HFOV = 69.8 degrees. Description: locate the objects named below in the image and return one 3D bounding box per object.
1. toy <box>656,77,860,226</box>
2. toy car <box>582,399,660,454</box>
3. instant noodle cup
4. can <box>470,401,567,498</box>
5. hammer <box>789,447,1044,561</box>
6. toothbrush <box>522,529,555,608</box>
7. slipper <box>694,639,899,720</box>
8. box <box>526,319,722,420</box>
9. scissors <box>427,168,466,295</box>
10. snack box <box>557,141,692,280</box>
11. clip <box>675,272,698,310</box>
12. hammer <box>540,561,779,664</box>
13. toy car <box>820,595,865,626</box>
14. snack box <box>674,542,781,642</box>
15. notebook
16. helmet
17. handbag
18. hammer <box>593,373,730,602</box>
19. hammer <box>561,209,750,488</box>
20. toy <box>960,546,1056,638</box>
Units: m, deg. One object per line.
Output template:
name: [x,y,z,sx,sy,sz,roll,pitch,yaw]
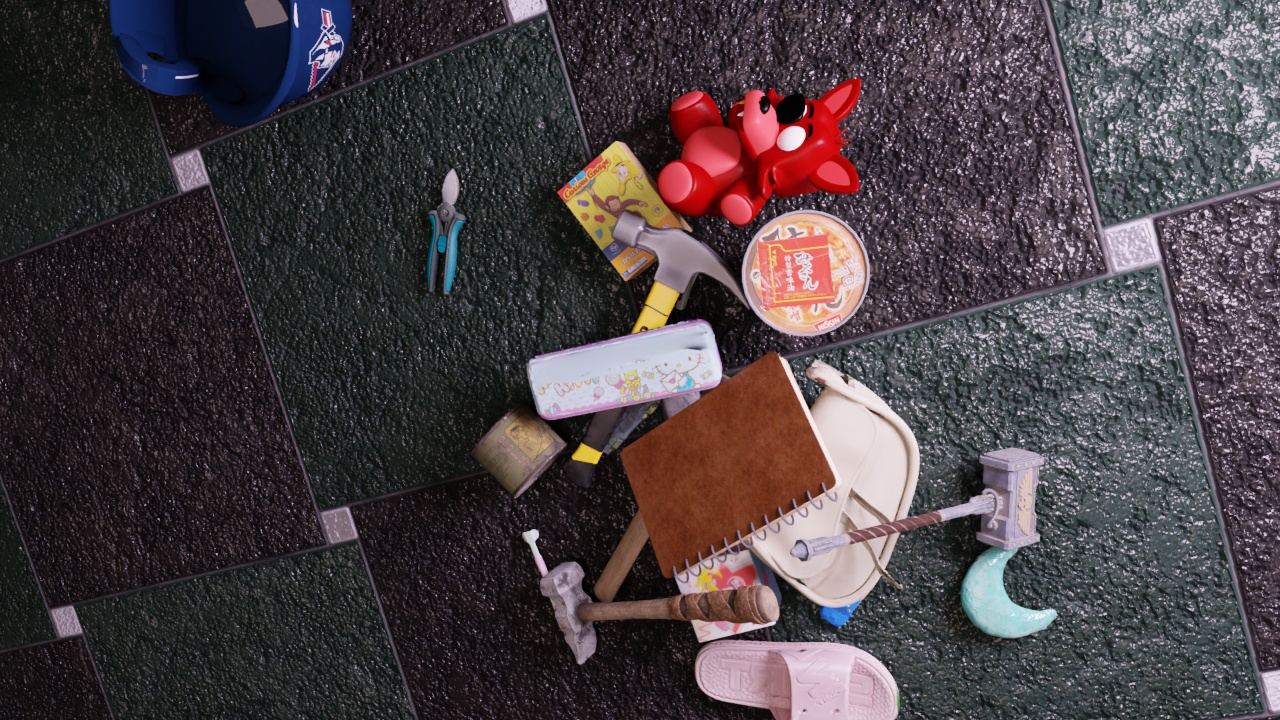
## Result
toy: [0.124,-0.218,0.941,0.198,0.120,0.158,-7,54,25]
toy car: [-0.020,0.062,1.078,0.048,0.033,0.106,44,108,1]
instant noodle cup: [0.175,-0.094,0.957,0.124,0.121,0.124,2,100,14]
can: [-0.144,0.105,1.087,0.074,0.089,0.090,44,106,4]
hammer: [0.276,0.159,0.906,0.321,0.044,0.098,-6,100,-30]
toothbrush: [-0.112,0.284,1.148,0.022,0.015,0.155,-20,94,19]
slipper: [0.178,0.378,1.066,0.239,0.064,0.094,3,100,15]
box: [-0.018,0.012,1.003,0.214,0.033,0.076,-12,103,14]
scissors: [-0.241,-0.154,1.106,0.138,0.019,0.136,-28,92,18]
snack box: [-0.017,-0.168,1.035,0.088,0.040,0.126,-38,89,17]
clip: [0.050,-0.096,1.040,0.044,0.023,0.076,25,106,7]
hammer: [0.017,0.282,1.035,0.320,0.048,0.121,-16,99,40]
toy car: [0.237,0.270,1.033,0.033,0.061,0.092,34,105,7]
snack box: [0.101,0.257,1.056,0.095,0.079,0.093,-18,94,16]
notebook: [0.090,0.118,0.969,0.226,0.024,0.167,-36,60,27]
helmet: [-0.424,-0.380,1.003,0.272,0.222,0.233,53,125,32]
handbag: [0.204,0.141,0.965,0.184,0.132,0.229,29,99,-11]
hammer: [0.027,0.155,1.074,0.119,0.030,0.332,43,117,35]
hammer: [-0.006,0.006,1.031,0.170,0.034,0.325,27,108,3]
toy: [0.397,0.260,1.008,0.085,0.033,0.105,-32,90,6]
